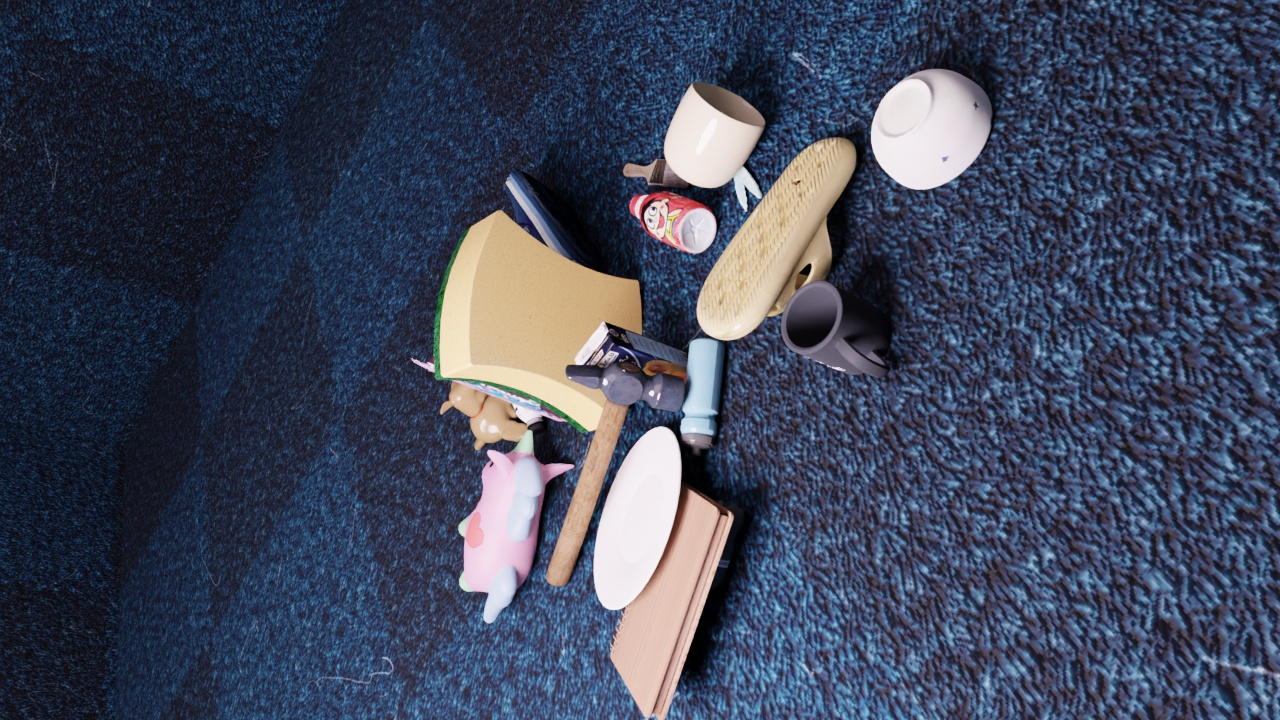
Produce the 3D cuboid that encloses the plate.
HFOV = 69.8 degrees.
[{"bbox_3d":[-0.001,0.175,1.026,0.209,0.015,0.208,-55,24,37],"label":"plate"}]

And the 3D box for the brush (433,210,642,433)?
[{"bbox_3d":[-0.116,-0.040,1.105,0.075,0.250,0.194,-18,57,46],"label":"brush"}]

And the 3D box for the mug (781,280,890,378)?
[{"bbox_3d":[0.192,-0.020,0.860,0.071,0.077,0.105,-55,40,20],"label":"mug"}]

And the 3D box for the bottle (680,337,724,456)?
[{"bbox_3d":[0.068,0.042,1.016,0.040,0.040,0.130,-11,66,48],"label":"bottle"}]

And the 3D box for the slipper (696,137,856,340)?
[{"bbox_3d":[0.153,-0.116,0.956,0.111,0.079,0.261,12,66,55],"label":"slipper"}]

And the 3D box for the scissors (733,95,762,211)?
[{"bbox_3d":[0.120,-0.253,1.102,0.105,0.016,0.179,-51,41,23],"label":"scissors"}]

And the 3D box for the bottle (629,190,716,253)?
[{"bbox_3d":[0.033,-0.177,1.135,0.137,0.062,0.062,33,100,51],"label":"bottle"}]

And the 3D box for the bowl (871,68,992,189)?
[{"bbox_3d":[0.267,-0.226,0.870,0.114,0.063,0.113,-23,58,44],"label":"bowl"}]

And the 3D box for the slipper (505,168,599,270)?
[{"bbox_3d":[-0.145,-0.187,1.320,0.095,0.105,0.252,-49,44,14],"label":"slipper"}]

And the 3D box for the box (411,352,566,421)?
[{"bbox_3d":[-0.190,0.003,1.214,0.230,0.105,0.086,19,81,22],"label":"box"}]

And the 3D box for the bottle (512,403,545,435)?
[{"bbox_3d":[-0.161,0.048,1.280,0.041,0.041,0.116,-37,66,36],"label":"bottle"}]

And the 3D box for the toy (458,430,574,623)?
[{"bbox_3d":[-0.172,0.216,1.187,0.172,0.120,0.221,-39,46,47],"label":"toy"}]

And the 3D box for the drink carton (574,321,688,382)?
[{"bbox_3d":[-0.006,0.006,1.048,0.064,0.130,0.040,-51,42,24],"label":"drink carton"}]

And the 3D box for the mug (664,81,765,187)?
[{"bbox_3d":[0.074,-0.263,1.073,0.100,0.096,0.120,-60,45,32],"label":"mug"}]

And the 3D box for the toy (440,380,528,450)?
[{"bbox_3d":[-0.225,0.068,1.318,0.134,0.108,0.105,-15,36,47],"label":"toy"}]

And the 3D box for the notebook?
[{"bbox_3d":[0.025,0.237,0.951,0.169,0.022,0.210,-164,93,-75],"label":"notebook"}]

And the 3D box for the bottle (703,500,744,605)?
[{"bbox_3d":[0.075,0.200,0.942,0.036,0.036,0.110,18,89,52],"label":"bottle"}]

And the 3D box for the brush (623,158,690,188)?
[{"bbox_3d":[0.022,-0.250,1.221,0.151,0.012,0.039,18,89,53],"label":"brush"}]

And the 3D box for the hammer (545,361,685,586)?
[{"bbox_3d":[-0.059,0.141,1.061,0.040,0.129,0.322,-99,25,-58],"label":"hammer"}]
